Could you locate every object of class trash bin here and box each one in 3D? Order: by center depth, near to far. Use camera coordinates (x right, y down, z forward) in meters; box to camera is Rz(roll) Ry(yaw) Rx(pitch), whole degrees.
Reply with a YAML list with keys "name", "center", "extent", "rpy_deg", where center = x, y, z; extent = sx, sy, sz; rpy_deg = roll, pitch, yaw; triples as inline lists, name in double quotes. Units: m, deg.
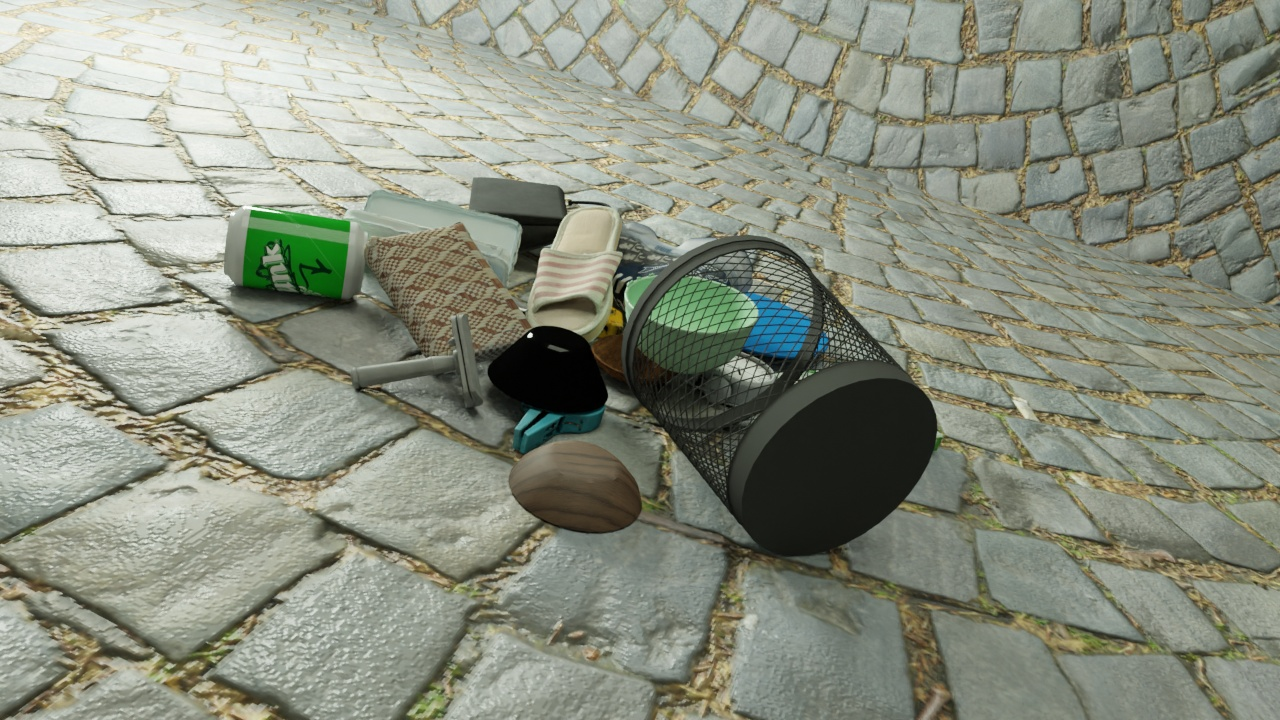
- name: "trash bin"
  center: [0.125, 0.032, 0.848]
  extent: [0.217, 0.218, 0.227]
  rpy_deg: [3, 31, -28]

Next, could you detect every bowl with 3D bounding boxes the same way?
- name: "bowl"
  center: [-0.053, 0.100, 0.798]
  extent: [0.119, 0.032, 0.119]
  rpy_deg: [13, 24, -6]
- name: "bowl"
  center: [-0.086, -0.001, 0.915]
  extent: [0.124, 0.053, 0.124]
  rpy_deg: [14, 22, -6]
- name: "bowl"
  center: [0.051, -0.034, 1.025]
  extent: [0.151, 0.077, 0.150]
  rpy_deg: [7, 27, -4]
- name: "bowl"
  center: [-0.006, 0.006, 1.042]
  extent: [0.102, 0.026, 0.114]
  rpy_deg: [26, 25, 20]

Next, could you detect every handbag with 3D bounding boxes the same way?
- name: "handbag"
  center: [-0.206, -0.068, 0.988]
  extent: [0.123, 0.047, 0.185]
  rpy_deg: [-18, 61, -37]
- name: "handbag"
  center: [-0.140, -0.210, 1.308]
  extent: [0.195, 0.072, 0.175]
  rpy_deg: [-5, 27, -5]

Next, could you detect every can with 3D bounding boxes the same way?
- name: "can"
  center: [-0.375, -0.117, 1.003]
  extent: [0.139, 0.088, 0.087]
  rpy_deg: [7, 25, -20]

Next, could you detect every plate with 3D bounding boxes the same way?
- name: "plate"
  center: [0.146, -0.048, 1.259]
  extent: [0.224, 0.024, 0.224]
  rpy_deg: [13, 24, -6]

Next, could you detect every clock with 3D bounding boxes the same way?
- name: "clock"
  center: [0.102, 0.021, 1.068]
  extent: [0.122, 0.035, 0.094]
  rpy_deg: [-2, 29, -37]

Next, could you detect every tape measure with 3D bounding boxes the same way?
- name: "tape measure"
  center: [-0.052, -0.053, 1.140]
  extent: [0.059, 0.030, 0.068]
  rpy_deg: [15, 23, -8]

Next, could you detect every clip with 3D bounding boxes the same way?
- name: "clip"
  center: [-0.077, 0.055, 0.895]
  extent: [0.120, 0.033, 0.122]
  rpy_deg: [11, 24, -20]

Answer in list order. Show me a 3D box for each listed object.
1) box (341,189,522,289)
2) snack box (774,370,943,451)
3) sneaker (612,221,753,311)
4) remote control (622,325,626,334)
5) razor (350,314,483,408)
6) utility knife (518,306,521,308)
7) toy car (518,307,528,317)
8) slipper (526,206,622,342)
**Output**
- name: "box"
  center: [-0.255, -0.163, 1.136]
  extent: [0.210, 0.105, 0.129]
  rpy_deg: [10, 66, -6]
- name: "snack box"
  center: [0.252, 0.060, 1.086]
  extent: [0.131, 0.027, 0.168]
  rpy_deg: [-3, 30, -37]
- name: "sneaker"
  center: [0.001, -0.100, 1.188]
  extent: [0.270, 0.103, 0.132]
  rpy_deg: [9, 39, 19]
- name: "remote control"
  center: [0.034, -0.021, 1.124]
  extent: [0.114, 0.028, 0.060]
  rpy_deg: [13, 25, -12]
- name: "razor"
  center: [-0.215, 0.008, 0.873]
  extent: [0.116, 0.047, 0.088]
  rpy_deg: [-9, 71, -12]
- name: "utility knife"
  center: [-0.234, -0.089, 1.106]
  extent: [0.220, 0.031, 0.015]
  rpy_deg: [19, 65, 14]
- name: "toy car"
  center: [-0.187, -0.051, 1.043]
  extent: [0.113, 0.039, 0.039]
  rpy_deg: [10, 4, -11]
- name: "slipper"
  center: [-0.074, -0.117, 1.124]
  extent: [0.115, 0.052, 0.262]
  rpy_deg: [-2, 43, 11]
